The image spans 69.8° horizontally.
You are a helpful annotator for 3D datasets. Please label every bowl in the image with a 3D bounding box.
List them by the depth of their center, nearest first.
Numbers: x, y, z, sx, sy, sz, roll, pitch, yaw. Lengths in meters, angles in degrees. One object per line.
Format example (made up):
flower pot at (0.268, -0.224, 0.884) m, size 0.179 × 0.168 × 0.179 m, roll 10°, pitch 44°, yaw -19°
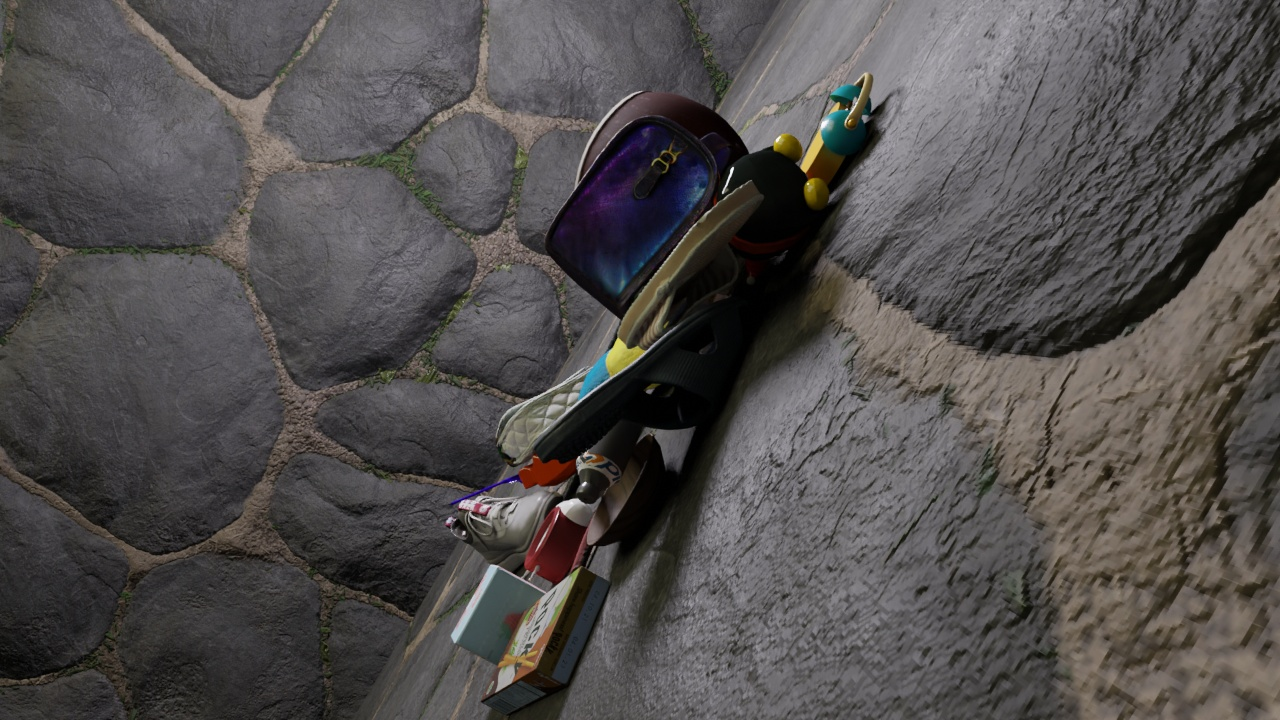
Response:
bowl at (-0.006, 0.129, 0.865) m, size 0.119 × 0.032 × 0.119 m, roll -58°, pitch 8°, yaw 12°

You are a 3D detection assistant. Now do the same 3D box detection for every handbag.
handbag at (0.021, -0.153, 0.996) m, size 0.222 × 0.125 × 0.205 m, roll -50°, pitch -14°, yaw 0°
handbag at (-0.121, 0.075, 1.384) m, size 0.194 × 0.072 × 0.139 m, roll -30°, pitch -12°, yaw -37°

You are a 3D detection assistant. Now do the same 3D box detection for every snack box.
snack box at (-0.094, 0.273, 0.879) m, size 0.186 × 0.031 × 0.100 m, roll -49°, pitch 13°, yaw 54°
snack box at (-0.153, 0.288, 1.024) m, size 0.092 × 0.079 × 0.095 m, roll -61°, pitch 6°, yaw -17°

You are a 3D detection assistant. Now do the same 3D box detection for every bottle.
bottle at (-0.033, 0.088, 0.884) m, size 0.047 × 0.047 × 0.112 m, roll -50°, pitch 12°, yaw 50°

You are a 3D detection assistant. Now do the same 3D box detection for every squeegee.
squeegee at (-0.128, 0.153, 1.323) m, size 0.248 × 0.055 × 0.185 m, roll -19°, pitch -10°, yaw -46°

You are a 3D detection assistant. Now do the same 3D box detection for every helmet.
helmet at (0.022, -0.232, 1.227) m, size 0.233 × 0.253 × 0.234 m, roll -48°, pitch -18°, yaw -15°

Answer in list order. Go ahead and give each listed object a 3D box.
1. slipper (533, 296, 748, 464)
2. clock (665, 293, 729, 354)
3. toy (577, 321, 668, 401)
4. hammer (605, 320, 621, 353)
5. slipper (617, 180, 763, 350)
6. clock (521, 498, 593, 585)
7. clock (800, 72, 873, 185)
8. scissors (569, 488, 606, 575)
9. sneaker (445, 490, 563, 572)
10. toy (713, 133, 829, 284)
slipper at (0.020, 0.034, 0.836) m, size 0.262 × 0.082 × 0.101 m, roll -35°, pitch -7°, yaw -34°
clock at (0.055, -0.027, 1.009) m, size 0.125 × 0.052 × 0.088 m, roll -60°, pitch 8°, yaw 18°
toy at (-0.007, 0.007, 1.148) m, size 0.215 × 0.084 × 0.148 m, roll -51°, pitch 20°, yaw 39°
hammer at (0.006, -0.102, 1.452) m, size 0.333 × 0.118 × 0.025 m, roll -63°, pitch 4°, yaw 14°
slipper at (0.047, -0.072, 0.862) m, size 0.114 × 0.052 × 0.264 m, roll -40°, pitch -6°, yaw -29°
clock at (-0.095, 0.208, 1.085) m, size 0.124 × 0.044 × 0.087 m, roll -63°, pitch 8°, yaw -17°
clock at (0.192, -0.219, 0.900) m, size 0.098 × 0.043 × 0.130 m, roll -67°, pitch 4°, yaw -46°
scissors at (-0.045, 0.152, 0.968) m, size 0.180 × 0.015 × 0.199 m, roll 90°, pitch -162°, yaw -62°
sneaker at (-0.204, 0.237, 1.368) m, size 0.264 × 0.128 × 0.096 m, roll -42°, pitch 22°, yaw 53°
toy at (0.119, -0.143, 0.891) m, size 0.099 × 0.097 × 0.119 m, roll -19°, pitch -28°, yaw -8°
